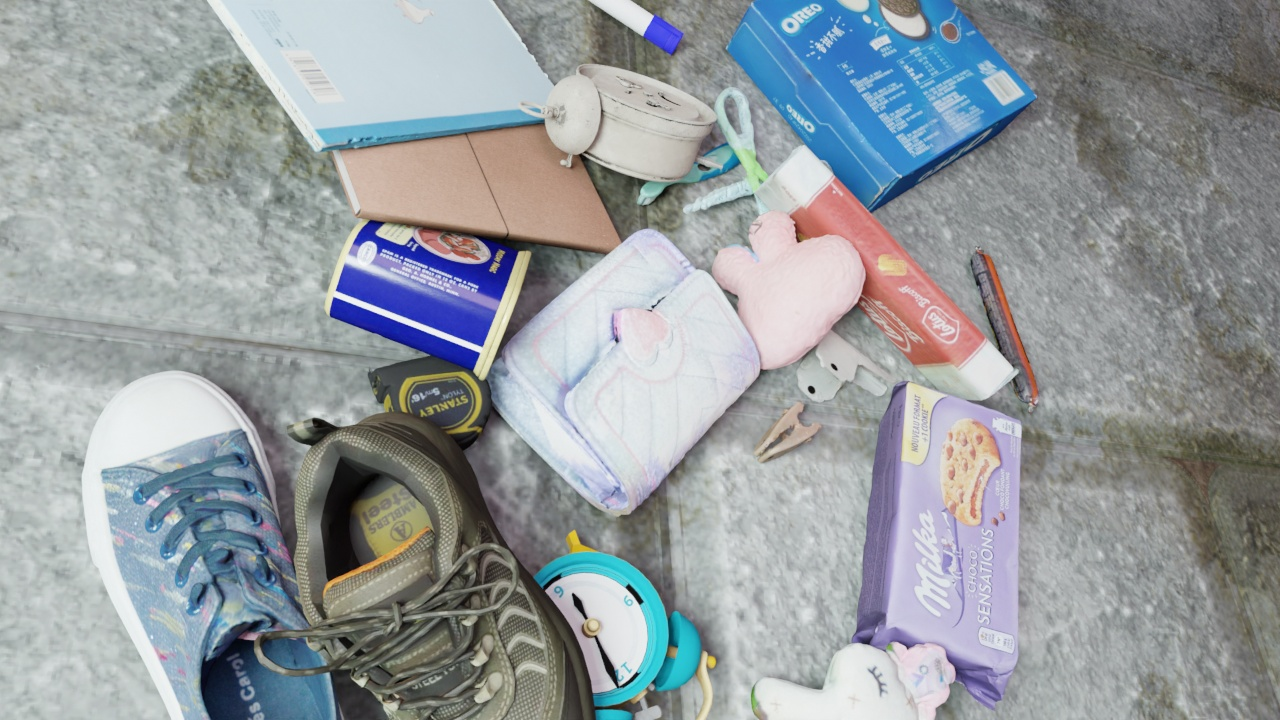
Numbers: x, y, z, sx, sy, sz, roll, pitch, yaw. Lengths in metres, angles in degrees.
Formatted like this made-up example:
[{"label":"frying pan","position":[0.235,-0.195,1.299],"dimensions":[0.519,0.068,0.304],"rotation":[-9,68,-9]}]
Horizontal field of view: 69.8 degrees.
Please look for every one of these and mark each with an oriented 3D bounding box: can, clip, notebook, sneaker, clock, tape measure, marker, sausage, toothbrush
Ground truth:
[{"label":"can","position":[-0.119,-0.045,0.530],"dimensions":[0.092,0.057,0.116],"rotation":[21,18,-10]},{"label":"clip","position":[0.135,0.005,0.672],"dimensions":[0.101,0.046,0.055],"rotation":[37,48,-1]},{"label":"notebook","position":[-0.108,-0.135,0.583],"dimensions":[0.208,0.008,0.141],"rotation":[1,58,-50]},{"label":"clip","position":[0.099,0.046,0.626],"dimensions":[0.059,0.026,0.052],"rotation":[9,59,-21]},{"label":"sneaker","position":[-0.092,0.120,0.410],"dimensions":[0.101,0.143,0.238],"rotation":[-28,76,-1]},{"label":"clock","position":[-0.020,-0.164,0.644],"dimensions":[0.156,0.061,0.103],"rotation":[-5,37,-41]},{"label":"tape measure","position":[-0.118,0.026,0.532],"dimensions":[0.061,0.034,0.061],"rotation":[-15,69,-29]},{"label":"marker","position":[-0.029,-0.299,0.754],"dimensions":[0.141,0.020,0.020],"rotation":[32,55,-6]},{"label":"sneaker","position":[-0.198,0.104,0.426],"dimensions":[0.087,0.079,0.235],"rotation":[-17,72,-31]},{"label":"notebook","position":[-0.159,-0.216,0.581],"dimensions":[0.181,0.009,0.252],"rotation":[54,33,3]},{"label":"clock","position":[-0.019,0.160,0.502],"dimensions":[0.098,0.044,0.129],"rotation":[-32,73,-34]},{"label":"sausage","position":[0.301,-0.029,0.760],"dimensions":[0.020,0.020,0.155],"rotation":[1,64,-24]},{"label":"toothbrush","position":[0.044,-0.147,0.710],"dimensions":[0.134,0.017,0.022],"rotation":[-33,78,-38]}]

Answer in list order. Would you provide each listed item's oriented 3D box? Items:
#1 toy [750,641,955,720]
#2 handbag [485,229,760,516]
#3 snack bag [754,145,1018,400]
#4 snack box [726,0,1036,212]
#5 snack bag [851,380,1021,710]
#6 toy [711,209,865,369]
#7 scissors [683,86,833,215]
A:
[{"label":"toy","position":[0.127,0.202,0.531],"dimensions":[0.122,0.038,0.079],"rotation":[-24,81,-9]},{"label":"handbag","position":[-0.003,0.003,0.577],"dimensions":[0.126,0.069,0.158],"rotation":[45,52,1]},{"label":"snack bag","position":[0.176,-0.060,0.675],"dimensions":[0.041,0.077,0.225],"rotation":[-42,92,-4]},{"label":"snack box","position":[0.221,-0.258,0.824],"dimensions":[0.238,0.056,0.195],"rotation":[-32,80,-33]},{"label":"snack bag","position":[0.198,0.116,0.614],"dimensions":[0.096,0.059,0.205],"rotation":[20,61,-8]},{"label":"toy","position":[0.098,-0.054,0.643],"dimensions":[0.053,0.108,0.105],"rotation":[15,36,-56]},{"label":"scissors","position":[0.089,-0.142,0.720],"dimensions":[0.171,0.023,0.172],"rotation":[-22,89,-39]}]
